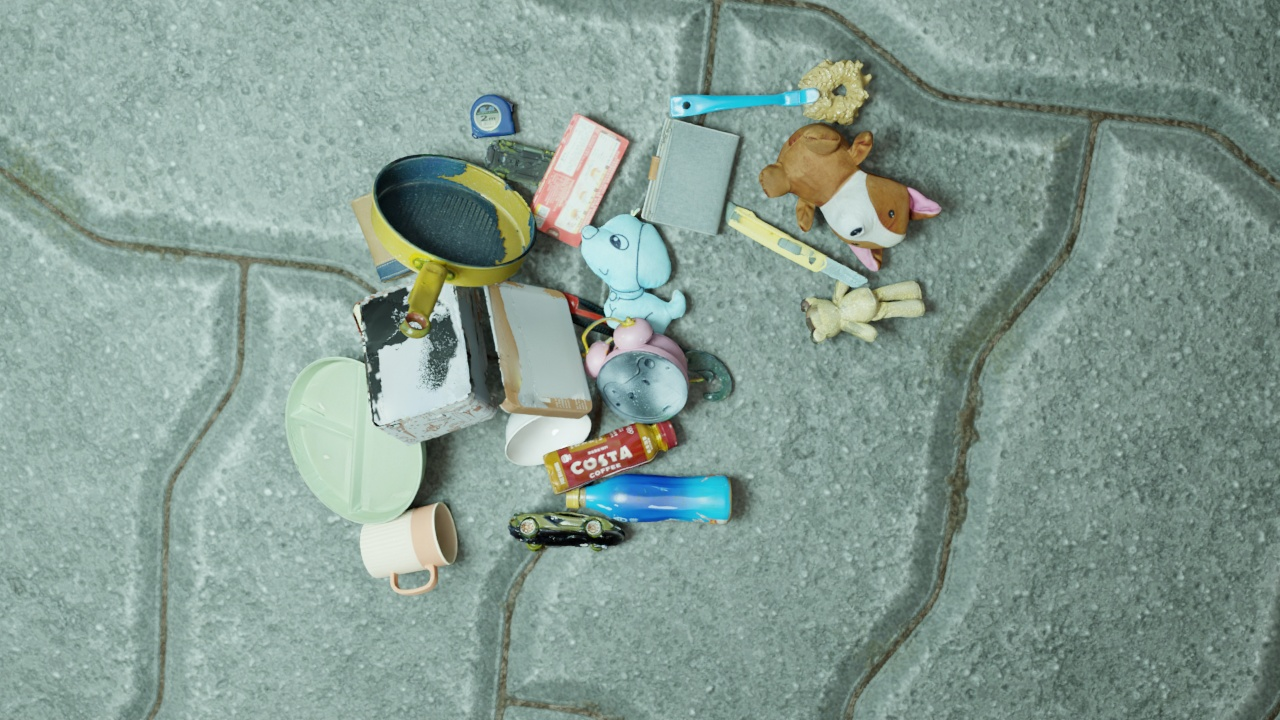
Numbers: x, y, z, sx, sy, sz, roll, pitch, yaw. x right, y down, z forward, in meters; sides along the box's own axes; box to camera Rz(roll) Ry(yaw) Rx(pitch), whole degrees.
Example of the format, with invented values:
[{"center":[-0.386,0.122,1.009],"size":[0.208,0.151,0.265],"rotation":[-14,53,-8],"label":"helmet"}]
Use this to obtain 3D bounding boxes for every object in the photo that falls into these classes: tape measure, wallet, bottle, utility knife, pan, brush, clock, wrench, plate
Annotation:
[{"center":[-0.189,-0.311,1.173],"size":[0.058,0.025,0.054],"rotation":[-5,96,-1],"label":"tape measure"},{"center":[-0.317,-0.168,1.197],"size":[0.090,0.033,0.115],"rotation":[-22,96,3],"label":"wallet"},{"center":[0.011,0.182,1.219],"size":[0.219,0.065,0.065],"rotation":[1,98,2],"label":"bottle"},{"center":[-0.038,0.123,1.208],"size":[0.175,0.057,0.057],"rotation":[-19,97,-7],"label":"bottle"},{"center":[0.195,-0.145,1.175],"size":[0.205,0.021,0.031],"rotation":[29,105,4],"label":"utility knife"},{"center":[-0.221,-0.126,1.027],"size":[0.197,0.356,0.078],"rotation":[19,132,-13],"label":"pan"},{"center":[0.164,-0.327,1.141],"size":[0.254,0.046,0.083],"rotation":[-6,102,-3],"label":"brush"},{"center":[-0.007,0.007,1.173],"size":[0.158,0.059,0.117],"rotation":[41,124,-19],"label":"clock"},{"center":[0.000,-0.024,1.214],"size":[0.273,0.016,0.056],"rotation":[27,98,-3],"label":"wrench"},{"center":[0.062,-0.232,1.165],"size":[0.106,0.037,0.130],"rotation":[11,98,-16],"label":"wallet"},{"center":[-0.373,0.104,1.203],"size":[0.230,0.027,0.230],"rotation":[8,108,24],"label":"plate"}]

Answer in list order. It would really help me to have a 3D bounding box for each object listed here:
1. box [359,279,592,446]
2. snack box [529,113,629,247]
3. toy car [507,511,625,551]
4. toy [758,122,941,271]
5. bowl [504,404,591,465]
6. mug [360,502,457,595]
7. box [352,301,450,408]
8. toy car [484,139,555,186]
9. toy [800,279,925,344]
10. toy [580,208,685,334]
[{"center":[-0.195,-0.010,1.100],"size":[0.270,0.134,0.179],"rotation":[-6,65,-17],"label":"box"},{"center":[-0.082,-0.228,1.169],"size":[0.075,0.025,0.153],"rotation":[23,100,-24],"label":"snack box"},{"center":[-0.099,0.229,1.233],"size":[0.158,0.070,0.042],"rotation":[3,60,1],"label":"toy car"},{"center":[0.255,-0.203,1.127],"size":[0.199,0.130,0.140],"rotation":[38,131,-13],"label":"toy"},{"center":[-0.130,0.078,1.202],"size":[0.118,0.118,0.064],"rotation":[-31,58,6],"label":"bowl"},{"center":[-0.308,0.256,1.226],"size":[0.106,0.082,0.114],"rotation":[-14,64,6],"label":"mug"},{"center":[-0.310,-0.007,1.198],"size":[0.091,0.076,0.168],"rotation":[-18,97,4],"label":"box"},{"center":[-0.147,-0.252,1.177],"size":[0.105,0.032,0.048],"rotation":[12,104,-10],"label":"toy car"},{"center":[0.287,-0.065,1.178],"size":[0.157,0.066,0.105],"rotation":[-12,65,0],"label":"toy"},{"center":[-0.009,-0.114,1.181],"size":[0.161,0.050,0.156],"rotation":[19,89,-8],"label":"toy"}]
